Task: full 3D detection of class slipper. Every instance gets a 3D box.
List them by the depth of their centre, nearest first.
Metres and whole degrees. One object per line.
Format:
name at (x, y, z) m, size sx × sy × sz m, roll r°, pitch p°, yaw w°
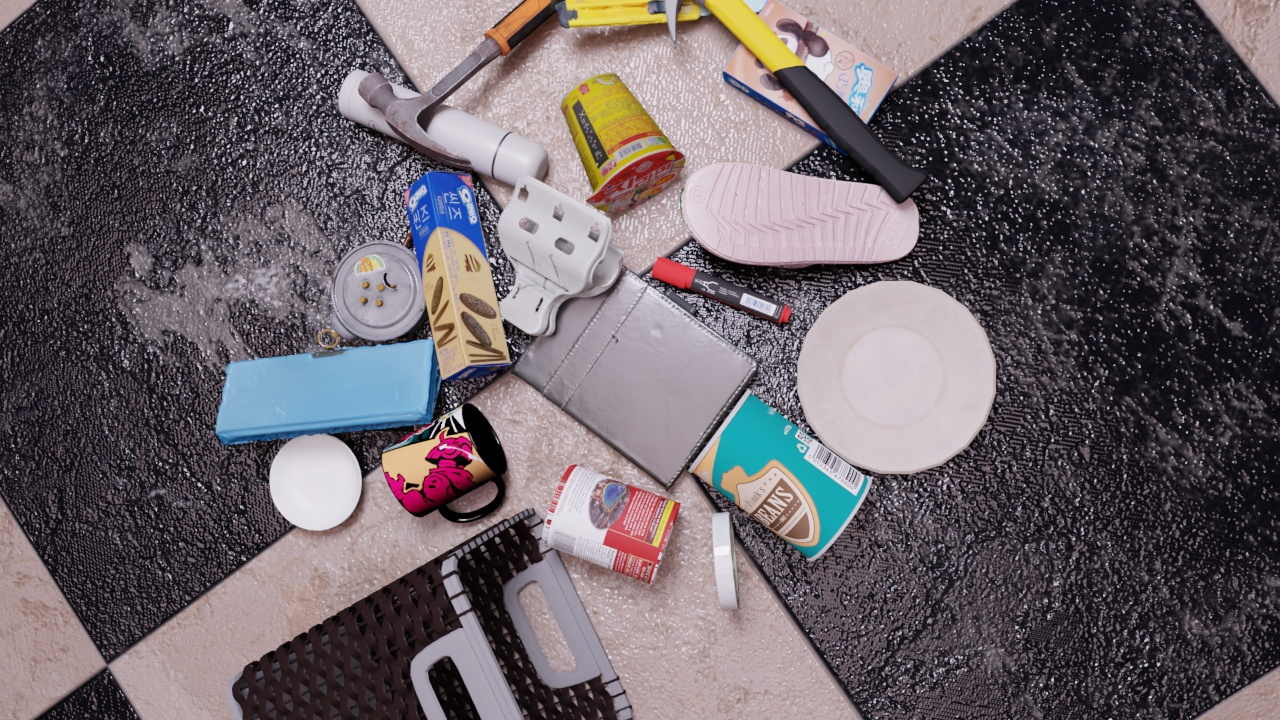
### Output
slipper at (0.152, -0.137, 0.904) m, size 0.239 × 0.064 × 0.094 m, roll 4°, pitch 93°, yaw -10°

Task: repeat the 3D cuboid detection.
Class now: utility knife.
utility knife at (0.023, -0.354, 0.920) m, size 0.217 × 0.019 × 0.030 m, roll -7°, pitch 93°, yaw -12°

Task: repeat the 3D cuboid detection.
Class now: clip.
clip at (-0.083, -0.098, 0.928) m, size 0.126 × 0.098 × 0.152 m, roll 33°, pitch 122°, yaw 28°

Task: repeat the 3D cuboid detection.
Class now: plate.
plate at (0.250, 0.017, 0.907) m, size 0.189 × 0.027 × 0.188 m, roll 0°, pitch 90°, yaw 8°
plate at (-0.344, 0.129, 0.987) m, size 0.104 × 0.026 × 0.104 m, roll 0°, pitch 90°, yaw 8°

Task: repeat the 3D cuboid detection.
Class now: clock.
clock at (-0.279, -0.063, 0.964) m, size 0.148 × 0.056 × 0.104 m, roll -38°, pitch 85°, yaw 4°

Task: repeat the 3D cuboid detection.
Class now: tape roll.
tape roll at (0.084, 0.196, 0.896) m, size 0.018 × 0.093 × 0.094 m, roll -6°, pitch 89°, yaw 8°

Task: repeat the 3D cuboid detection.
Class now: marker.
marker at (0.082, -0.070, 0.932) m, size 0.145 × 0.021 × 0.023 m, roll 22°, pitch 55°, yaw 7°

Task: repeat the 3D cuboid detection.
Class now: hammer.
hammer at (0.149, -0.276, 0.885) m, size 0.127 × 0.029 × 0.323 m, roll -43°, pitch 86°, yaw 3°
hammer at (-0.121, -0.324, 0.923) m, size 0.314 × 0.035 × 0.138 m, roll -43°, pitch 81°, yaw -6°

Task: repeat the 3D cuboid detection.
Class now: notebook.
notebook at (-0.006, 0.005, 0.941) m, size 0.209 × 0.029 × 0.169 m, roll 36°, pitch 95°, yaw 6°

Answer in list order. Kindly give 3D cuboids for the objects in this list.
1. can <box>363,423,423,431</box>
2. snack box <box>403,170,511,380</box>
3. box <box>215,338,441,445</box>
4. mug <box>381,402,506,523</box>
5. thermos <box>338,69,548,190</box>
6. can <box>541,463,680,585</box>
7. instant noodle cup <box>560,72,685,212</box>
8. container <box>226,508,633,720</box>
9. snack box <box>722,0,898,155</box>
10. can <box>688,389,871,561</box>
can at (-0.273, 0.059, 0.974) m, size 0.080 × 0.031 × 0.031 m, roll 1°, pitch 90°, yaw 8°
snack box at (-0.188, -0.086, 0.929) m, size 0.056 × 0.057 × 0.206 m, roll -23°, pitch 78°, yaw 47°
box at (-0.321, 0.037, 0.958) m, size 0.232 × 0.054 × 0.093 m, roll -7°, pitch 62°, yaw 8°
mug at (-0.191, 0.116, 0.947) m, size 0.098 × 0.081 × 0.118 m, roll -28°, pitch 114°, yaw 6°
thermos at (-0.203, -0.238, 0.955) m, size 0.224 × 0.052 × 0.052 m, roll 23°, pitch 93°, yaw 7°
can at (-0.029, 0.162, 0.914) m, size 0.116 × 0.086 × 0.086 m, roll 19°, pitch 92°, yaw 7°
instant noodle cup at (-0.023, -0.222, 0.917) m, size 0.100 × 0.100 × 0.112 m, roll -29°, pitch 76°, yaw 6°
container at (-0.185, 0.317, 0.859) m, size 0.244 × 0.245 × 0.247 m, roll -27°, pitch 86°, yaw 10°
snack box at (0.167, -0.282, 0.915) m, size 0.151 × 0.034 × 0.087 m, roll 33°, pitch 93°, yaw 6°
can at (0.133, 0.110, 0.886) m, size 0.144 × 0.099 × 0.099 m, roll 36°, pitch 94°, yaw 6°
